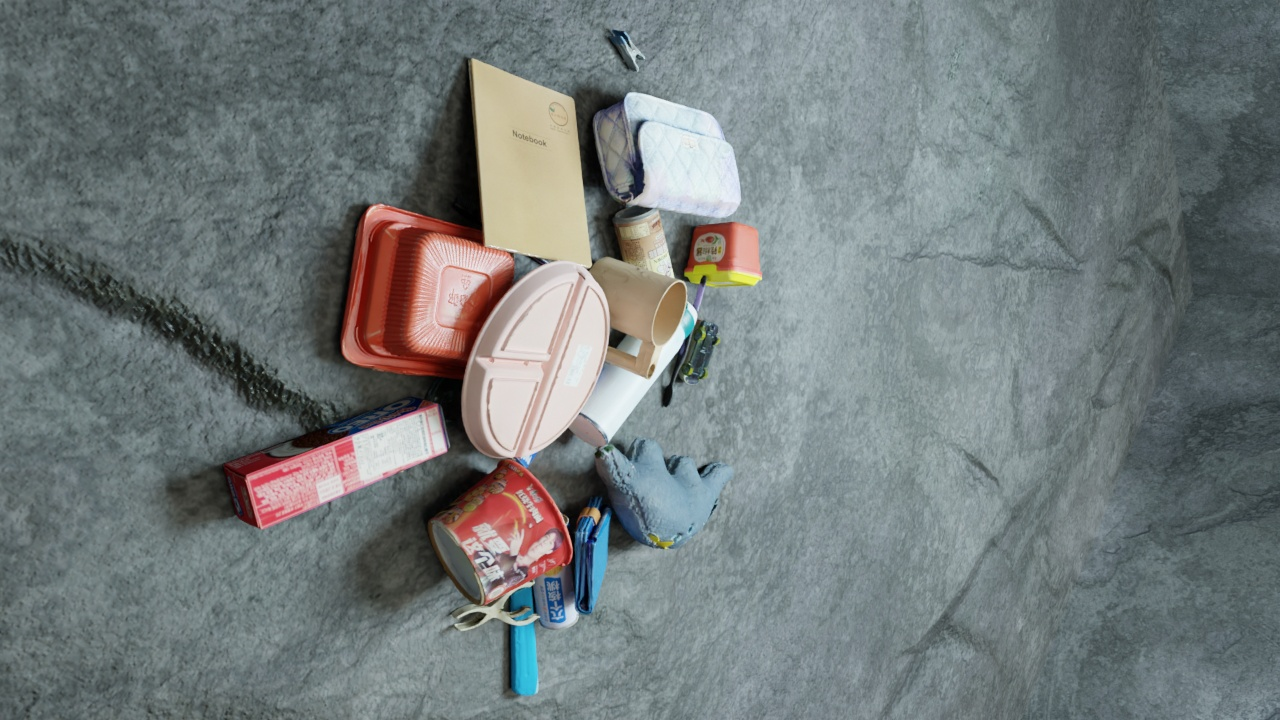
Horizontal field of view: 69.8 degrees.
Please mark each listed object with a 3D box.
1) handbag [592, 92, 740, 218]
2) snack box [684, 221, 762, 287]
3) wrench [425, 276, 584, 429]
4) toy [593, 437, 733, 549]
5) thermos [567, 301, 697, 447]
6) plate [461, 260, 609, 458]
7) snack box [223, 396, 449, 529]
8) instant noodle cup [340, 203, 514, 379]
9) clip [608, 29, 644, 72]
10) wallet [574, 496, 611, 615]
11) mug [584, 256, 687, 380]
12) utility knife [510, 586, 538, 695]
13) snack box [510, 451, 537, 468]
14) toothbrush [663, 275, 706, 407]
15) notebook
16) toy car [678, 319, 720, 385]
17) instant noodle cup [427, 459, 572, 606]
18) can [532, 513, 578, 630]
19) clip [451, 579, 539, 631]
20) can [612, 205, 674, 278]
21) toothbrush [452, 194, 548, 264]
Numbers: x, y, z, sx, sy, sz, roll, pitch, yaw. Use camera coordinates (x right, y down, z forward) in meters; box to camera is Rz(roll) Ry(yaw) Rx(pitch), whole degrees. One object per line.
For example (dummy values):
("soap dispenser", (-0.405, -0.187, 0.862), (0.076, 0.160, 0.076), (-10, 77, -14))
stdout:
("handbag", (0.036, -0.246, 1.119), (0.193, 0.076, 0.134), (-3, 79, -47))
("snack box", (0.114, -0.142, 1.237), (0.081, 0.091, 0.080), (7, 86, -46))
("wrench", (-0.144, -0.019, 1.046), (0.272, 0.016, 0.056), (-44, 130, -31))
("toy", (0.030, 0.177, 1.204), (0.356, 0.091, 0.137), (23, 76, -57))
("thermos", (-0.007, 0.007, 1.160), (0.223, 0.073, 0.073), (-52, 130, -26))
("plate", (-0.104, 0.005, 0.992), (0.228, 0.028, 0.230), (-41, 144, -40))
("snack box", (-0.289, 0.095, 0.892), (0.206, 0.057, 0.058), (-22, 111, -41))
("instant noodle cup", (-0.199, -0.063, 0.934), (0.188, 0.079, 0.164), (8, 89, -45))
("clip", (-0.016, -0.372, 1.101), (0.057, 0.025, 0.031), (41, 74, -49))
("wallet", (-0.060, 0.235, 1.127), (0.133, 0.040, 0.106), (-67, 159, -78))
("mug", (-0.015, -0.053, 1.100), (0.084, 0.103, 0.125), (-3, 113, -65))
("utility knife", (-0.143, 0.315, 1.115), (0.034, 0.018, 0.199), (-6, 102, -28))
("snack box", (-0.116, 0.039, 1.069), (0.156, 0.026, 0.084), (-56, 143, -21))
("toothbrush", (0.062, -0.024, 1.233), (0.016, 0.014, 0.189), (-7, 117, -56))
("notebook", (-0.117, -0.208, 0.986), (0.147, 0.008, 0.207), (7, 72, -47))
("toy car", (0.078, -0.011, 1.264), (0.042, 0.035, 0.090), (16, 93, -45))
("instant noodle cup", (-0.157, 0.193, 0.999), (0.108, 0.138, 0.138), (-31, 119, -31))
("can", (-0.106, 0.257, 1.115), (0.053, 0.053, 0.135), (-21, 113, -42))
("clip", (-0.165, 0.275, 1.066), (0.103, 0.035, 0.092), (14, 91, -30))
("can", (0.006, -0.132, 1.146), (0.058, 0.059, 0.116), (-34, 122, -36))
("toothbrush", (-0.139, -0.134, 1.031), (0.189, 0.014, 0.017), (32, 63, -45))
